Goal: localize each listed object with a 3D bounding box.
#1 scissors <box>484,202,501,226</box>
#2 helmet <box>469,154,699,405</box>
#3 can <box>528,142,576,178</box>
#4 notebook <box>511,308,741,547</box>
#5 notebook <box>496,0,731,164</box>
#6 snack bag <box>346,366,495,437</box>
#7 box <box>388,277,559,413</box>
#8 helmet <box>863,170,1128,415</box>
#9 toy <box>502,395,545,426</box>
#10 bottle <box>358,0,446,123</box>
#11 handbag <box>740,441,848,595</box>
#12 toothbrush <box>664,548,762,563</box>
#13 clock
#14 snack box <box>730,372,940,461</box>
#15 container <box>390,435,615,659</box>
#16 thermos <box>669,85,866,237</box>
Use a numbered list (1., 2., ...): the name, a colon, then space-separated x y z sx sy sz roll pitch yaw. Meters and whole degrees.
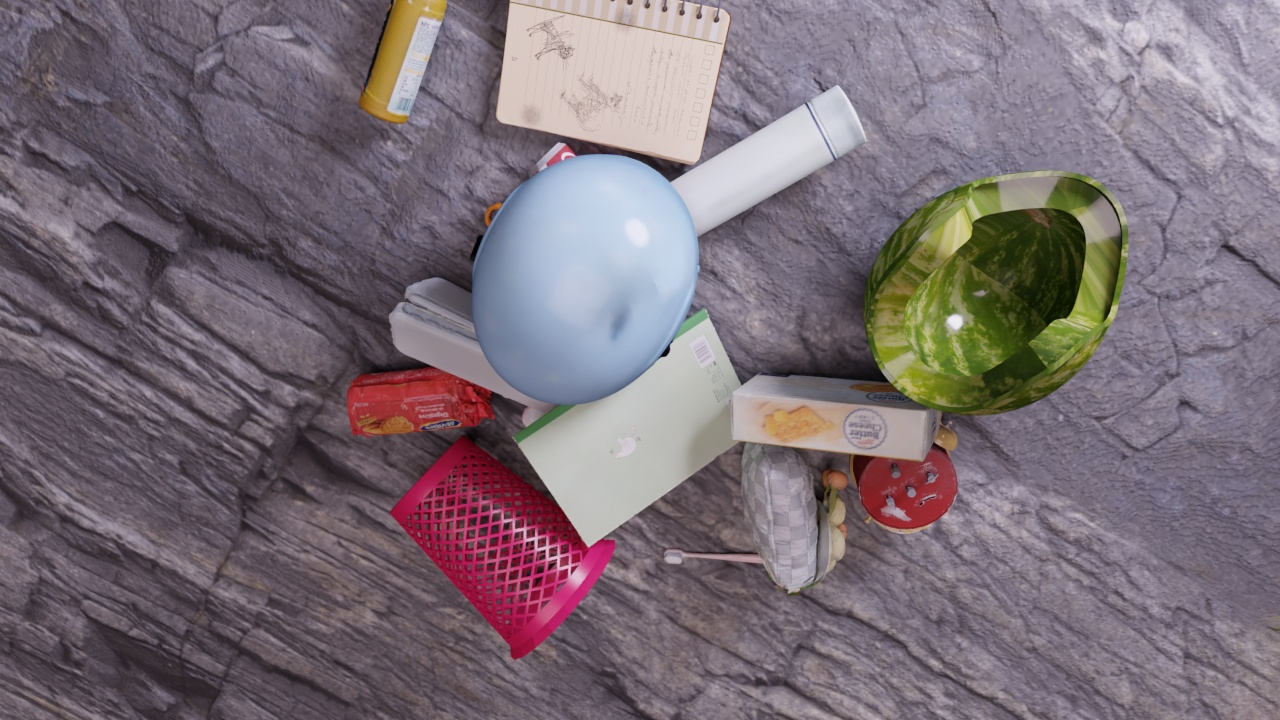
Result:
1. scissors: -0.116 -0.143 1.007 0.125 0.011 0.129 2 131 34
2. helmet: -0.064 -0.073 0.895 0.225 0.166 0.266 28 102 1
3. can: -0.071 -0.183 0.987 0.054 0.054 0.096 -39 104 19
4. notebook: 0.005 0.079 1.032 0.252 0.010 0.182 -34 122 -8
5. notebook: -0.032 -0.307 0.948 0.225 0.024 0.168 12 114 1
6. snack bag: -0.264 0.045 1.090 0.176 0.082 0.082 -7 111 8
7. box: -0.161 -0.036 1.027 0.216 0.109 0.108 23 155 0
8. helmet: 0.341 -0.065 0.895 0.213 0.246 0.244 47 146 11
9. toy: -0.102 0.021 1.083 0.125 0.037 0.076 -38 97 10
10. bottle: -0.236 -0.339 0.940 0.053 0.053 0.186 25 113 -5
11. handbag: 0.183 0.170 1.079 0.123 0.112 0.171 -10 111 0
12. toothbrush: 0.120 0.253 1.167 0.181 0.018 0.016 1 113 5
13. clock: 0.307 0.121 1.058 0.117 0.081 0.159 5 113 4
14. snack box: 0.211 0.058 0.996 0.208 0.104 0.057 4 104 24
15. container: -0.175 0.212 1.107 0.226 0.182 0.183 43 110 -4
16. thermos: 0.118 -0.198 0.954 0.230 0.067 0.068 -28 107 15
